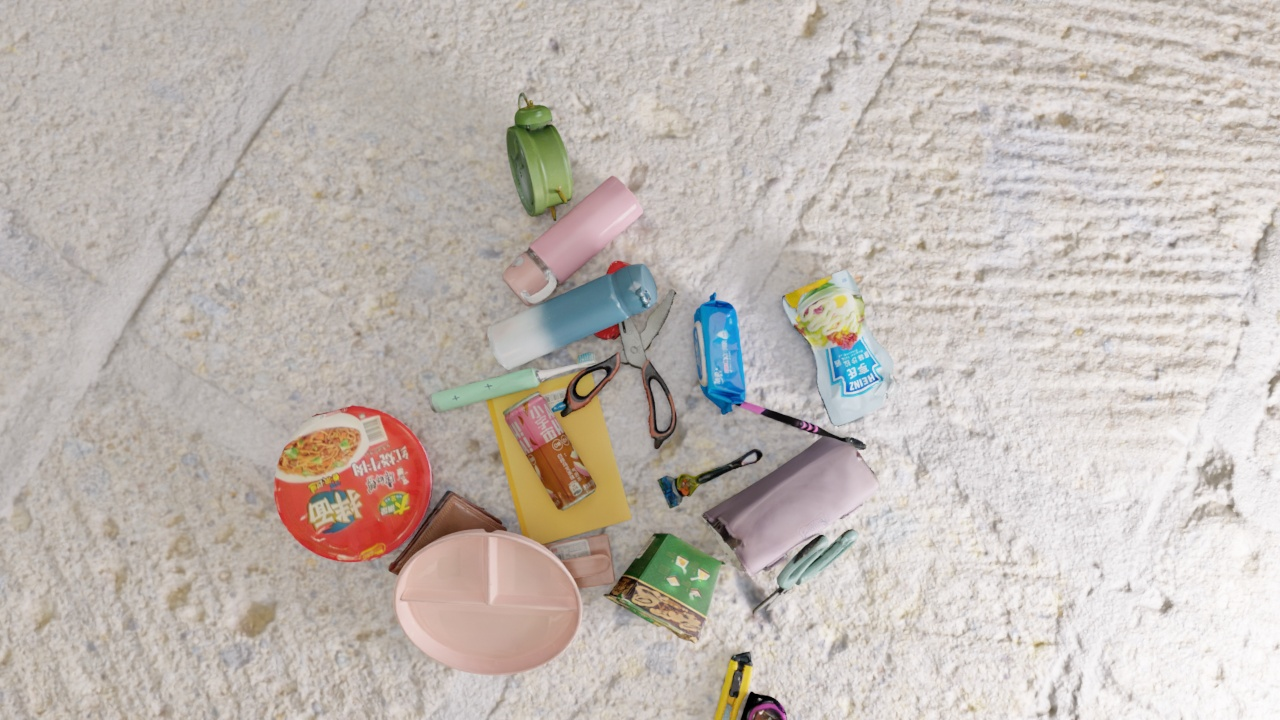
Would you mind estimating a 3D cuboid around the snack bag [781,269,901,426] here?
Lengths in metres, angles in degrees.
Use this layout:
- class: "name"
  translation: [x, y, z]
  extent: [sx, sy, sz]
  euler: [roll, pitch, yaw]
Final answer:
- class: "snack bag"
  translation: [0.269, -0.018, 1.220]
  extent: [0.110, 0.039, 0.191]
  euler: [-23, 88, -16]

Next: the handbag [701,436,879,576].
- class: "handbag"
  translation: [0.188, 0.183, 1.145]
  extent: [0.197, 0.145, 0.098]
  euler: [-33, 85, -4]

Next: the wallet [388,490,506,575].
- class: "wallet"
  translation: [-0.240, 0.234, 1.151]
  extent: [0.101, 0.032, 0.124]
  euler: [41, 82, -36]

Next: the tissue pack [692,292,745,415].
- class: "tissue pack"
  translation: [0.099, -0.007, 1.182]
  extent: [0.052, 0.095, 0.157]
  euler: [-7, 88, -3]

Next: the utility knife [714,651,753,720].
- class: "utility knife"
  translation: [0.116, 0.451, 1.184]
  extent: [0.033, 0.015, 0.154]
  euler: [16, 85, 1]

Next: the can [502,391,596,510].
- class: "can"
  translation: [-0.115, 0.115, 1.167]
  extent: [0.058, 0.058, 0.147]
  euler: [-31, 87, -5]

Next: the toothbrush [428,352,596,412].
- class: "toothbrush"
  translation: [-0.165, 0.028, 1.183]
  extent: [0.224, 0.026, 0.027]
  euler: [-15, 72, 5]

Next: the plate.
- class: "plate"
  translation: [-0.185, 0.296, 1.124]
  extent: [0.229, 0.028, 0.230]
  euler: [0, 118, 0]

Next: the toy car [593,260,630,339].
- class: "toy car"
  translation: [-0.034, -0.079, 1.213]
  extent: [0.049, 0.031, 0.106]
  euler: [22, 87, 0]

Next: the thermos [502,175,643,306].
- class: "thermos"
  translation: [-0.086, -0.150, 1.190]
  extent: [0.198, 0.087, 0.067]
  euler: [-42, 127, -7]

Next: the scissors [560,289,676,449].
- class: "scissors"
  translation: [-0.008, 0.008, 1.195]
  extent: [0.189, 0.015, 0.222]
  euler: [39, 90, -2]

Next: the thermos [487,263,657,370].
- class: "thermos"
  translation: [-0.084, -0.057, 1.162]
  extent: [0.221, 0.070, 0.070]
  euler: [-23, 87, 12]

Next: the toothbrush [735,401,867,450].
- class: "toothbrush"
  translation: [0.212, 0.084, 1.218]
  extent: [0.189, 0.018, 0.014]
  euler: [19, 76, 0]

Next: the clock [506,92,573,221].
- class: "clock"
  translation: [-0.134, -0.264, 1.182]
  extent: [0.056, 0.116, 0.161]
  euler: [-17, 90, -16]

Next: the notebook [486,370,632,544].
- class: "notebook"
  translation: [-0.107, 0.128, 1.202]
  extent: [0.146, 0.010, 0.206]
  euler: [-16, 86, -4]

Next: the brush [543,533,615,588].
- class: "brush"
  translation: [-0.108, 0.261, 1.160]
  extent: [0.145, 0.073, 0.063]
  euler: [-8, 86, -2]

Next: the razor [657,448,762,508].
- class: "razor"
  translation: [0.096, 0.149, 1.205]
  extent: [0.142, 0.022, 0.042]
  euler: [-22, 89, -5]

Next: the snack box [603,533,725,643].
- class: "snack box"
  translation: [0.034, 0.278, 1.151]
  extent: [0.117, 0.118, 0.105]
  euler: [30, 73, -7]

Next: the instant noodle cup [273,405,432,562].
- class: "instant noodle cup"
  translation: [-0.356, 0.154, 1.161]
  extent: [0.194, 0.066, 0.193]
  euler: [0, 86, -3]

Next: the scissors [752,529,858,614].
- class: "scissors"
  translation: [0.201, 0.260, 1.145]
  extent: [0.173, 0.179, 0.019]
  euler: [-37, 64, -2]

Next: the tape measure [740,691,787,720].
- class: "tape measure"
  translation: [0.159, 0.459, 1.173]
  extent: [0.058, 0.039, 0.057]
  euler: [22, 84, -1]
